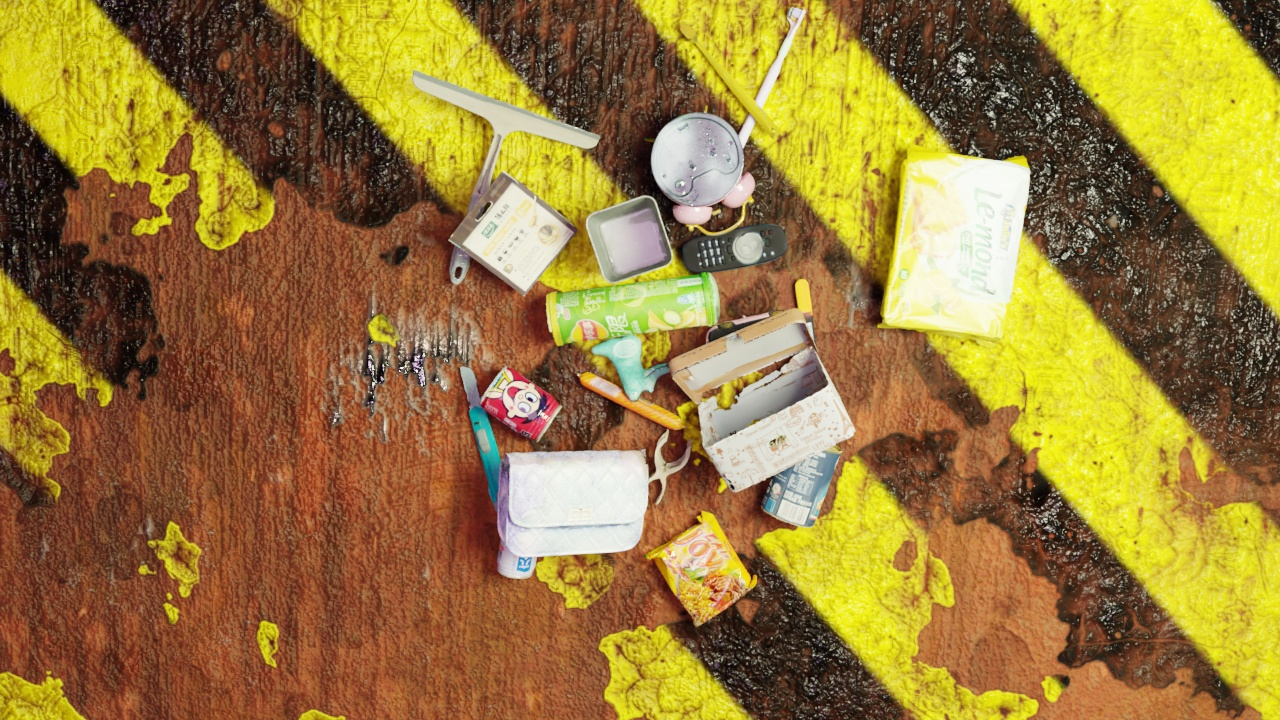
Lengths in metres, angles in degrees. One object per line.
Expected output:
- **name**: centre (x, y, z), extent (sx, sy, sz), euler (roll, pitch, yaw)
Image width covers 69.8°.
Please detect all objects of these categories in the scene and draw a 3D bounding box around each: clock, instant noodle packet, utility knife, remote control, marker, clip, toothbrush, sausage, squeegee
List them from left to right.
- **squeegee**: centre (-0.209, -0.218, 1.205), extent (0.246, 0.039, 0.247), euler (15, 105, -17)
- **utility knife**: centre (-0.214, 0.107, 1.254), extent (0.029, 0.013, 0.207), euler (-14, 96, 4)
- **sausage**: centre (-0.012, 0.055, 1.234), extent (0.165, 0.021, 0.021), euler (27, 97, 0)
- **clip**: centre (0.022, 0.136, 1.238), extent (0.083, 0.034, 0.105), euler (42, 105, -6)
- **instant noodle packet**: centre (0.083, 0.283, 1.246), extent (0.111, 0.044, 0.128), euler (-35, 93, 2)
- **clock**: centre (0.081, -0.237, 1.177), extent (0.117, 0.059, 0.158), euler (-26, 93, 4)
- **toothbrush**: centre (0.113, -0.358, 1.171), extent (0.016, 0.016, 0.190), euler (-40, 86, 13)
- **remote control**: centre (0.123, -0.146, 1.203), extent (0.136, 0.024, 0.053), euler (-10, 93, 3)
- **toothbrush**: centre (0.164, -0.360, 1.178), extent (0.021, 0.029, 0.189), euler (17, 100, -37)
- **marker**: centre (0.221, -0.047, 1.215), extent (0.018, 0.015, 0.124), euler (-9, 99, 5)

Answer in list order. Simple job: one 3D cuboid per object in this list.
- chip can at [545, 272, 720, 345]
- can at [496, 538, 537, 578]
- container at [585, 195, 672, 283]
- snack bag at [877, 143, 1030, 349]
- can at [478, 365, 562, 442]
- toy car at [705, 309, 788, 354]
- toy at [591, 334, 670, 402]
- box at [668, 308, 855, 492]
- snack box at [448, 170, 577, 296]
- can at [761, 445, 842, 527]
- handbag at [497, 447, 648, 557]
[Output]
- **chip can**: centre (-0.008, -0.067, 1.195), extent (0.221, 0.072, 0.072), euler (-7, 96, 4)
- **can**: centre (-0.160, 0.224, 1.245), extent (0.053, 0.053, 0.134), euler (11, 97, 1)
- **container**: centre (-0.011, -0.152, 1.163), extent (0.090, 0.114, 0.090), euler (-17, 95, 4)
- **snack bag**: centre (0.393, -0.145, 1.168), extent (0.158, 0.068, 0.246), euler (7, 97, 3)
- **can**: centre (-0.159, 0.059, 1.220), extent (0.094, 0.066, 0.066), euler (35, 97, -2)
- **toy car**: centre (0.146, -0.032, 1.211), extent (0.122, 0.037, 0.056), euler (-13, 102, -8)
- **toy**: centre (-0.007, 0.007, 1.223), extent (0.096, 0.030, 0.092), euler (-20, 88, -13)
- **box**: centre (0.146, 0.028, 1.152), extent (0.182, 0.152, 0.178), euler (-28, 113, 11)
- **snack box**: centre (-0.164, -0.165, 1.183), extent (0.125, 0.053, 0.113), euler (38, 97, -21)
- **can**: centre (0.211, 0.157, 1.208), extent (0.075, 0.075, 0.111), euler (19, 98, 0)
- **handbag**: centre (-0.086, 0.183, 1.195), extent (0.193, 0.076, 0.134), euler (0, 98, -22)
